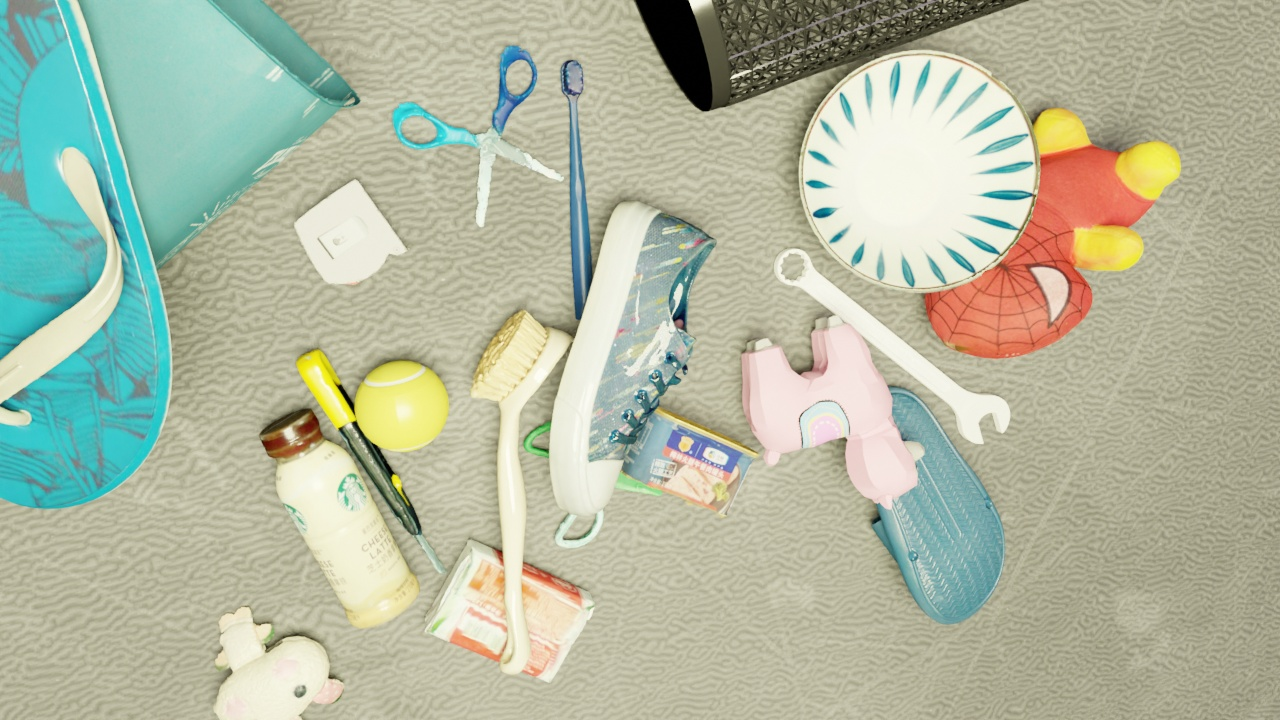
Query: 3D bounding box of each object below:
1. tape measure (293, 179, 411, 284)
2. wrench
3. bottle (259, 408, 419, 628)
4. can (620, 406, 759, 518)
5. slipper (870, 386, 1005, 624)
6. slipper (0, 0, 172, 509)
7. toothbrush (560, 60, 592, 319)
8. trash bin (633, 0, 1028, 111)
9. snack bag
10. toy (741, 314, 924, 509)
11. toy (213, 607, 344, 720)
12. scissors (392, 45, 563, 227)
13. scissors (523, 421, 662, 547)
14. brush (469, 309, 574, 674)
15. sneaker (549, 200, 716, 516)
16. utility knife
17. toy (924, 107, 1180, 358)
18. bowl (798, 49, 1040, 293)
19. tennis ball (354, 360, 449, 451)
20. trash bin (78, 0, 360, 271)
[{"bbox_3d":[-0.204,-0.087,0.643,0.062,0.020,0.060,-35,108,-5],"label":"tape measure"},{"bbox_3d":[0.217,-0.010,0.778,0.273,0.009,0.047,35,92,-19],"label":"wrench"},{"bbox_3d":[-0.219,0.114,0.665,0.056,0.056,0.162,-25,107,-9],"label":"bottle"},{"bbox_3d":[0.037,0.079,0.723,0.099,0.054,0.059,24,91,-22],"label":"can"},{"bbox_3d":[0.244,0.121,0.790,0.103,0.059,0.213,-26,93,-12],"label":"slipper"},{"bbox_3d":[-0.297,-0.047,0.437,0.118,0.060,0.295,0,114,-12],"label":"slipper"},{"bbox_3d":[-0.046,-0.123,0.679,0.016,0.017,0.190,-5,103,-13],"label":"toothbrush"},{"bbox_3d":[0.119,-0.290,0.595,0.243,0.217,0.217,-26,107,-1],"label":"trash bin"},{"bbox_3d":[-0.103,0.199,0.725,0.116,0.036,0.077,29,93,-19],"label":"snack bag"},{"bbox_3d":[0.150,0.046,0.724,0.123,0.067,0.157,-20,91,-2],"label":"toy"},{"bbox_3d":[-0.275,0.240,0.685,0.087,0.050,0.112,-34,114,-6],"label":"toy"},{"bbox_3d":[-0.108,-0.164,0.655,0.127,0.014,0.133,26,93,-19],"label":"scissors"},{"bbox_3d":[-0.039,0.093,0.732,0.125,0.011,0.131,21,93,-20],"label":"scissors"},{"bbox_3d":[-0.091,0.098,0.679,0.077,0.062,0.272,3,93,-10],"label":"brush"},{"bbox_3d":[-0.004,0.004,0.665,0.079,0.087,0.235,14,91,16],"label":"sneaker"},{"bbox_3d":[-0.194,0.082,0.681,0.020,0.028,0.203,-26,109,-2],"label":"utility knife"},{"bbox_3d":[0.314,-0.090,0.730,0.216,0.147,0.098,-52,138,-1],"label":"toy"},{"bbox_3d":[0.205,-0.139,0.705,0.177,0.071,0.177,0,93,0],"label":"bowl"},{"bbox_3d":[-0.170,0.033,0.655,0.065,0.065,0.065,-3,103,-14],"label":"tennis ball"},{"bbox_3d":[-0.313,-0.142,0.522,0.219,0.196,0.199,-45,109,5],"label":"trash bin"}]
